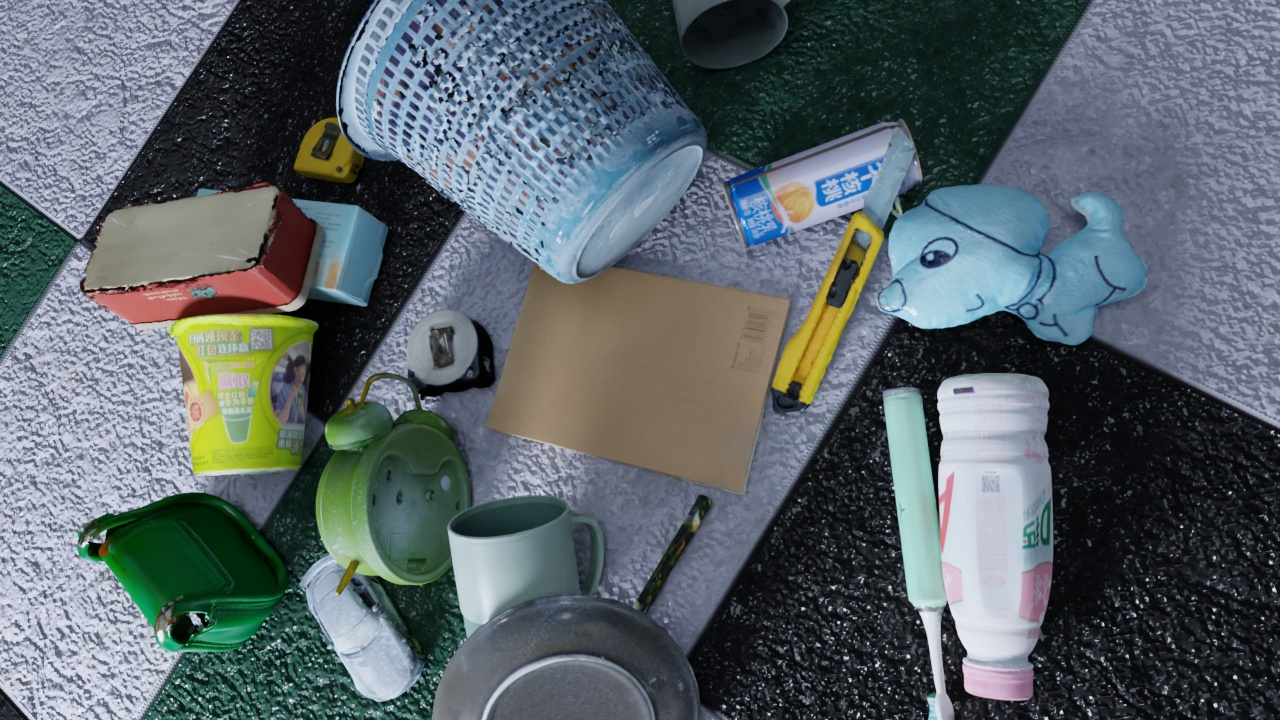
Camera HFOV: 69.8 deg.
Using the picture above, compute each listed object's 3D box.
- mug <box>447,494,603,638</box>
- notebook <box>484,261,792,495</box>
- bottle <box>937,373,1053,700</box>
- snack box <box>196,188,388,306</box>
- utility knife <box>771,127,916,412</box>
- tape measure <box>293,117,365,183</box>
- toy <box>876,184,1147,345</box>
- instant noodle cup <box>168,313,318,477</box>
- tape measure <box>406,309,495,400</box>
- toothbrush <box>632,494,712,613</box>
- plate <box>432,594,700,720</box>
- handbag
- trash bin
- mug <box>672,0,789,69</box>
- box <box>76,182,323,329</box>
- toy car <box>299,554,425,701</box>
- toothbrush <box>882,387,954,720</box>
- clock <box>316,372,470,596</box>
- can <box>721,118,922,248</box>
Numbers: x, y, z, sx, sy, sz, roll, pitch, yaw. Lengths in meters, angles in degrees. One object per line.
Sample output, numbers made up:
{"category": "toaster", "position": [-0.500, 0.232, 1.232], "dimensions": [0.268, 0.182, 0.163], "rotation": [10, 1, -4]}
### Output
{"category": "mug", "position": [-0.073, 0.154, 0.643], "dimensions": [0.082, 0.111, 0.106], "rotation": [6, 106, 53]}
{"category": "notebook", "position": [-0.004, 0.004, 0.699], "dimensions": [0.212, 0.012, 0.149], "rotation": [12, 80, 19]}
{"category": "bottle", "position": [0.223, 0.109, 0.579], "dimensions": [0.068, 0.068, 0.196], "rotation": [0, 81, 16]}
{"category": "snack box", "position": [-0.309, -0.098, 0.790], "dimensions": [0.175, 0.051, 0.074], "rotation": [9, 79, 18]}
{"category": "utility knife", "position": [0.140, -0.058, 0.640], "dimensions": [0.033, 0.015, 0.215], "rotation": [24, 101, 10]}
{"category": "tape measure", "position": [-0.275, -0.187, 0.813], "dimensions": [0.060, 0.029, 0.057], "rotation": [12, 80, 18]}
{"category": "toy", "position": [0.243, -0.069, 0.623], "dimensions": [0.161, 0.050, 0.156], "rotation": [-43, 74, 1]}
{"category": "instant noodle cup", "position": [-0.317, 0.032, 0.739], "dimensions": [0.112, 0.111, 0.123], "rotation": [-5, 83, 15]}
{"category": "tape measure", "position": [-0.153, -0.007, 0.733], "dimensions": [0.066, 0.033, 0.066], "rotation": [-12, 75, 12]}
{"category": "toothbrush", "position": [-0.001, 0.176, 0.654], "dimensions": [0.012, 0.017, 0.185], "rotation": [30, 87, 27]}
{"category": "plate", "position": [-0.047, 0.239, 0.600], "dimensions": [0.179, 0.024, 0.179], "rotation": [-1, 102, -5]}
{"category": "handbag", "position": [-0.348, 0.162, 0.706], "dimensions": [0.131, 0.120, 0.068], "rotation": [40, 96, 19]}
{"category": "trash bin", "position": [-0.068, -0.171, 0.667], "dimensions": [0.226, 0.226, 0.195], "rotation": [-44, 82, 3]}
{"category": "mug", "position": [0.076, -0.301, 0.697], "dimensions": [0.124, 0.083, 0.103], "rotation": [-28, 65, 43]}
{"category": "box", "position": [-0.348, -0.086, 0.721], "dimensions": [0.168, 0.077, 0.091], "rotation": [-6, 61, 15]}
{"category": "toy car", "position": [-0.214, 0.203, 0.702], "dimensions": [0.054, 0.037, 0.120], "rotation": [-40, 73, 4]}
{"category": "toothbrush", "position": [0.186, 0.127, 0.606], "dimensions": [0.026, 0.027, 0.224], "rotation": [3, 74, -24]}
{"category": "clock", "position": [-0.182, 0.089, 0.678], "dimensions": [0.056, 0.116, 0.161], "rotation": [-6, 78, 25]}
{"category": "can", "position": [0.131, -0.128, 0.666], "dimensions": [0.135, 0.053, 0.053], "rotation": [-19, 73, 12]}
